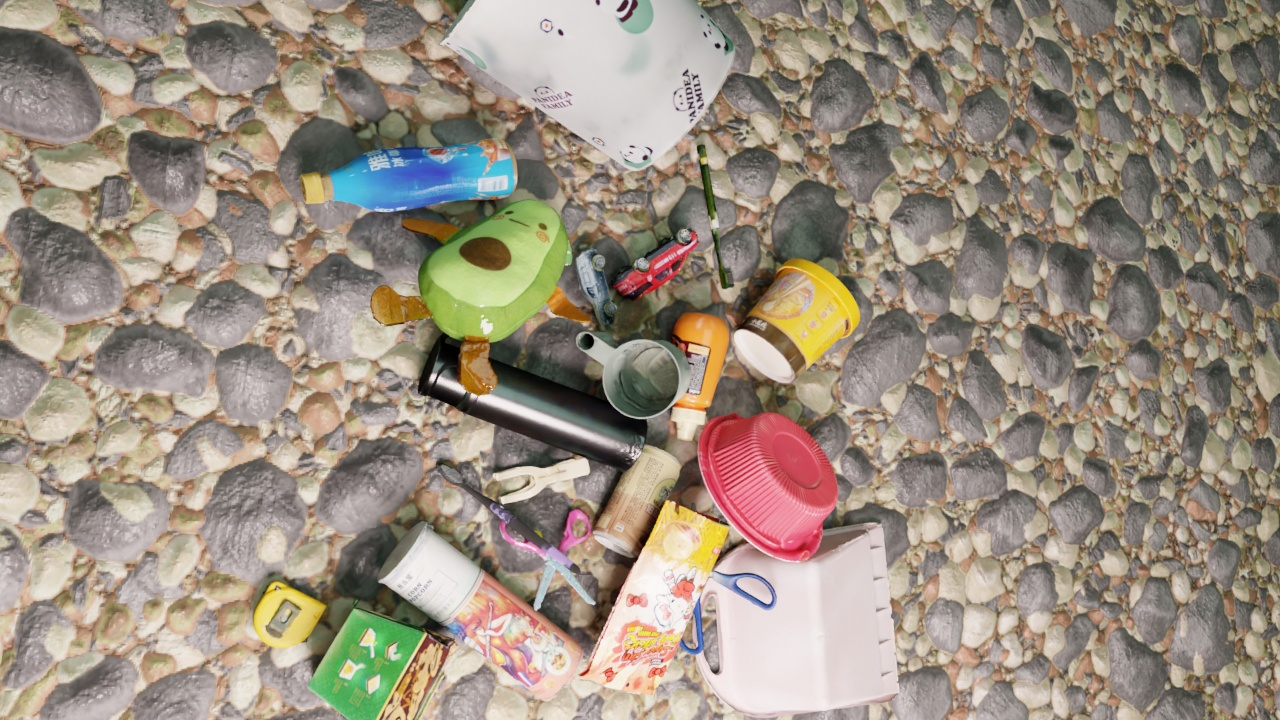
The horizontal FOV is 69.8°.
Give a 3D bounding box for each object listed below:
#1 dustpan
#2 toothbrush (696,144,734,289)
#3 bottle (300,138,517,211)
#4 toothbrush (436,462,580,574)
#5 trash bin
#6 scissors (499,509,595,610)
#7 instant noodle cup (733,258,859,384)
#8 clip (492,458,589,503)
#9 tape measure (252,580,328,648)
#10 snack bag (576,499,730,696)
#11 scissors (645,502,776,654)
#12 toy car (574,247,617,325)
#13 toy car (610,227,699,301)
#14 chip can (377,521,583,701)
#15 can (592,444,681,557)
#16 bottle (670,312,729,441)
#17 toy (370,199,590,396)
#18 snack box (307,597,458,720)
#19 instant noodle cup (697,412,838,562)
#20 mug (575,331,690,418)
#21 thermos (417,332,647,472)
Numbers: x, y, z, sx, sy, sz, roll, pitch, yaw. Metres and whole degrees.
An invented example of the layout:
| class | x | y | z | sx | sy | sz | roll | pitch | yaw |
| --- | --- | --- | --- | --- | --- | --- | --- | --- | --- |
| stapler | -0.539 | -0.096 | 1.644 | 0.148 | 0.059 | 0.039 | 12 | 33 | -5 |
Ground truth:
| class | x | y | z | sx | sy | sz | roll | pitch | yaw |
| --- | --- | --- | --- | --- | --- | --- | --- | --- | --- |
| dustpan | 0.193 | 0.315 | 1.119 | 0.273 | 0.139 | 0.222 | 10 | 75 | -52 |
| toothbrush | 0.093 | -0.180 | 1.146 | 0.017 | 0.012 | 0.185 | -7 | 85 | -32 |
| bottle | -0.240 | -0.191 | 0.961 | 0.218 | 0.065 | 0.065 | -12 | 87 | -25 |
| toothbrush | -0.137 | 0.165 | 0.960 | 0.189 | 0.017 | 0.014 | 38 | 61 | -2 |
| trash bin | -0.049 | -0.356 | 0.997 | 0.252 | 0.230 | 0.229 | 34 | 69 | -23 |
| scissors | -0.089 | 0.206 | 0.977 | 0.133 | 0.017 | 0.133 | 45 | 45 | 12 |
| instant noodle cup | 0.185 | -0.042 | 1.114 | 0.118 | 0.119 | 0.114 | 46 | 74 | -12 |
| clip | -0.107 | 0.126 | 0.987 | 0.099 | 0.070 | 0.034 | -11 | 87 | -22 |
| tape measure | -0.336 | 0.242 | 0.868 | 0.060 | 0.029 | 0.057 | 34 | 70 | -17 |
| snack bag | 0.019 | 0.255 | 0.984 | 0.128 | 0.073 | 0.207 | 30 | 82 | -47 |
| scissors | 0.074 | 0.249 | 1.036 | 0.162 | 0.012 | 0.176 | 7 | 90 | 9 |
| toy car | -0.050 | -0.083 | 1.047 | 0.034 | 0.043 | 0.090 | -16 | 89 | -12 |
| toy car | 0.021 | -0.113 | 1.080 | 0.120 | 0.053 | 0.045 | -39 | 101 | -22 |
| chip can | -0.158 | 0.255 | 0.927 | 0.214 | 0.071 | 0.071 | 42 | 67 | -15 |
| can | -0.003 | 0.156 | 1.022 | 0.058 | 0.059 | 0.116 | 34 | 70 | -17 |
| bottle | 0.063 | 0.021 | 1.076 | 0.066 | 0.067 | 0.149 | 12 | 85 | -23 |
| toy | -0.155 | -0.087 | 0.956 | 0.227 | 0.090 | 0.246 | 32 | 52 | 2 |
| snack box | -0.248 | 0.294 | 0.865 | 0.105 | 0.118 | 0.117 | 30 | 70 | -5 |
| instant noodle cup | 0.157 | 0.129 | 1.047 | 0.193 | 0.066 | 0.193 | 28 | 37 | -24 |
| mug | -0.006 | 0.006 | 1.006 | 0.124 | 0.103 | 0.084 | 35 | 98 | 8 |
| thermos | -0.109 | 0.039 | 0.985 | 0.242 | 0.069 | 0.089 | 23 | 69 | -20 |
